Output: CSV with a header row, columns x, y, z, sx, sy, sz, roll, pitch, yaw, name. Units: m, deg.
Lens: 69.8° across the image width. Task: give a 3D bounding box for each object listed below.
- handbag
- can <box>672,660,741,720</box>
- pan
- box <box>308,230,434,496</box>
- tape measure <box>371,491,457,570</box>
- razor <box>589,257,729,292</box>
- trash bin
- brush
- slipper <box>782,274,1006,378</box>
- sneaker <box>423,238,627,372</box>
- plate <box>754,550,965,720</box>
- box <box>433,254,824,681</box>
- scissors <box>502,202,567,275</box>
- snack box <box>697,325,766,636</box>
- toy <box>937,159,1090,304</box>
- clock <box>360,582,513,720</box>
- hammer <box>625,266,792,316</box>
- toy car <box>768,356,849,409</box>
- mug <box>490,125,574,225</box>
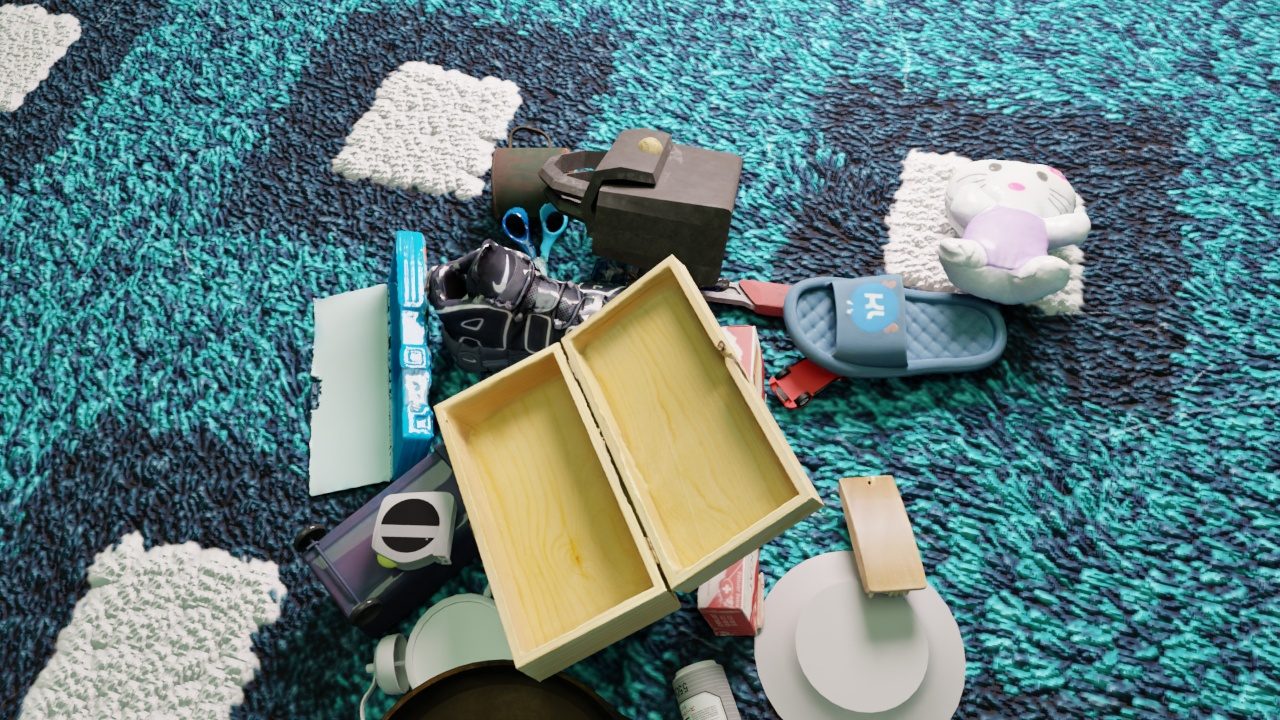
x,y,z,sx,sy,sz,roll,pitch,yaw,name
-0.002,-0.176,0.928,0.199,0.102,0.196,11,29,3,handbag
0.060,0.295,0.724,0.044,0.044,0.106,-17,59,-5,can
-0.072,0.393,0.656,0.248,0.043,0.356,-27,75,-11,pan
-0.257,0.008,0.926,0.167,0.075,0.243,-30,54,28,box
-0.184,0.140,0.752,0.065,0.017,0.064,1,55,1,tape measure
0.022,-0.080,0.910,0.141,0.044,0.018,5,67,-11,razor
-0.200,0.154,0.805,0.160,0.092,0.094,-39,63,-19,trash bin
0.205,0.152,0.788,0.049,0.039,0.117,-4,42,-1,brush
0.242,-0.033,0.869,0.214,0.059,0.103,6,70,1,slipper
-0.097,-0.059,0.870,0.253,0.151,0.097,1,60,21,sneaker
0.182,0.238,0.762,0.173,0.019,0.172,-2,59,4,plate
-0.023,0.076,0.718,0.257,0.076,0.247,-35,55,12,box
-0.112,-0.101,0.974,0.073,0.016,0.134,-2,87,-3,scissors
0.087,0.101,0.821,0.044,0.077,0.272,-3,57,15,snack box
0.366,-0.129,0.909,0.138,0.086,0.208,12,41,17,toy
-0.156,0.260,0.760,0.159,0.061,0.120,-40,67,-13,clock
0.143,-0.063,0.943,0.316,0.036,0.126,8,58,9,hammer
0.171,0.014,0.895,0.089,0.025,0.038,-31,64,-11,toy car
-0.116,-0.206,1.014,0.081,0.085,0.111,0,83,3,mug
